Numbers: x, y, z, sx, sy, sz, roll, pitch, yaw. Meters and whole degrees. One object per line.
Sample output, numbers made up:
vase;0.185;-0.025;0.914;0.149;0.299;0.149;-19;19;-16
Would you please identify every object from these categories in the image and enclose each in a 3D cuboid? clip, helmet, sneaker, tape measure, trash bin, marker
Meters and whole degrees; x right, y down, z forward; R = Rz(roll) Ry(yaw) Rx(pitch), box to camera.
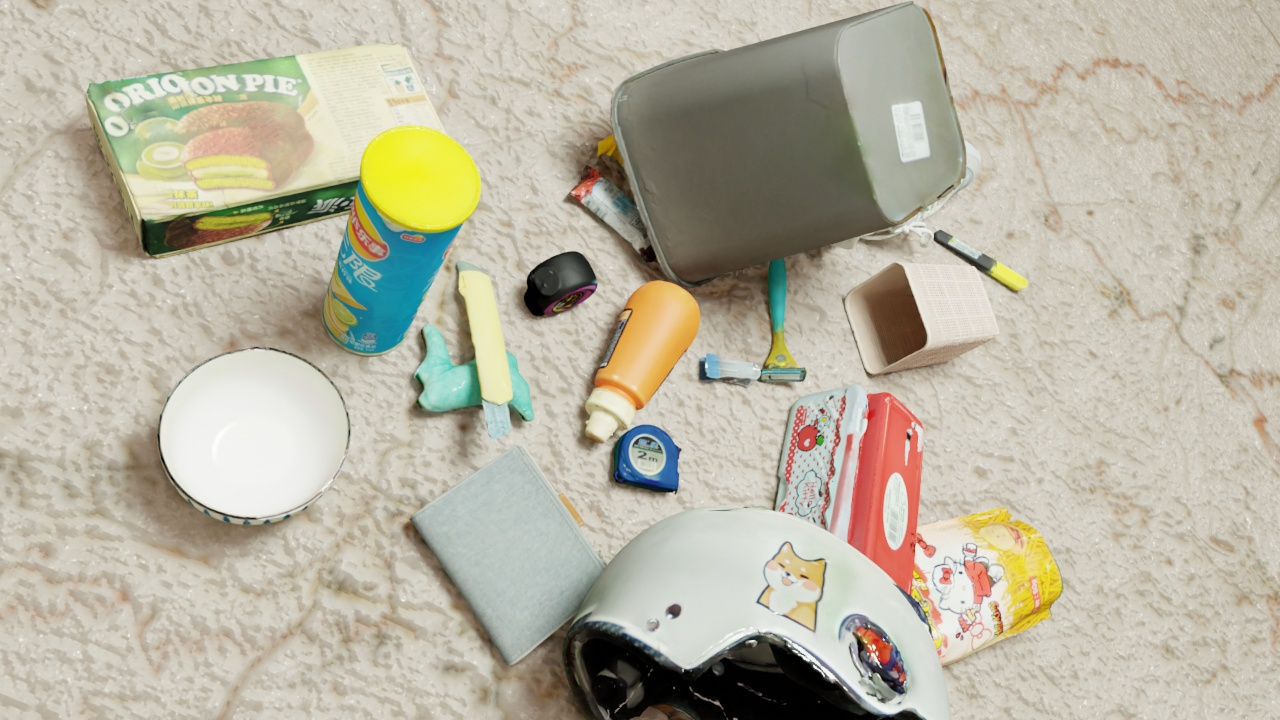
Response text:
clip;0.081;0.009;0.830;0.058;0.037;0.026;7;64;-20
helmet;0.090;0.192;0.643;0.274;0.231;0.156;19;55;-4
sneaker;0.277;-0.169;0.951;0.241;0.090;0.090;-17;62;-26
tape measure;0.005;0.081;0.758;0.058;0.025;0.054;16;61;-23
trash bin;0.130;-0.183;0.776;0.198;0.220;0.199;-33;111;-39
tape measure;-0.067;-0.066;0.767;0.057;0.057;0.039;-23;79;-22
marker;0.378;-0.112;1.024;0.124;0.015;0.018;28;59;-9

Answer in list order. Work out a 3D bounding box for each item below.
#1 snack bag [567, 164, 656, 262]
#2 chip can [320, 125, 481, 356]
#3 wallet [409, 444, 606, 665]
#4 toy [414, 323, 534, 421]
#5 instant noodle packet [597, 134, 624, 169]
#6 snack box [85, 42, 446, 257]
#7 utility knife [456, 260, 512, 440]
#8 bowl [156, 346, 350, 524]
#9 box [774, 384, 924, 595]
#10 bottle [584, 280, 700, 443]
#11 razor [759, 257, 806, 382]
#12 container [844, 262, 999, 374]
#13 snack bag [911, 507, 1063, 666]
snack bag;-0.018;-0.134;0.836;0.105;0.026;0.045;40;49;-6
chip can;-0.171;-0.072;0.629;0.071;0.211;0.071;10;65;-22
wallet;-0.091;0.140;0.681;0.106;0.037;0.129;-34;89;-24
toy;-0.135;0.011;0.719;0.091;0.030;0.096;-10;68;-31
instant noodle packet;0.033;-0.205;0.882;0.111;0.044;0.128;41;58;0
snack box;-0.276;-0.167;0.707;0.239;0.063;0.114;-22;79;-31
utility knife;-0.120;-0.013;0.714;0.031;0.019;0.182;3;44;-24
bowl;-0.259;0.056;0.619;0.116;0.066;0.116;9;66;-21
box;0.176;0.127;0.793;0.094;0.100;0.200;37;54;-33
bottle;-0.005;0.004;0.768;0.067;0.067;0.149;34;66;-9
razor;0.131;-0.043;0.868;0.043;0.028;0.132;-1;71;3
container;0.280;-0.043;0.905;0.110;0.090;0.090;-5;71;-30
snack bag;0.267;0.205;0.817;0.207;0.073;0.128;-10;74;-21
